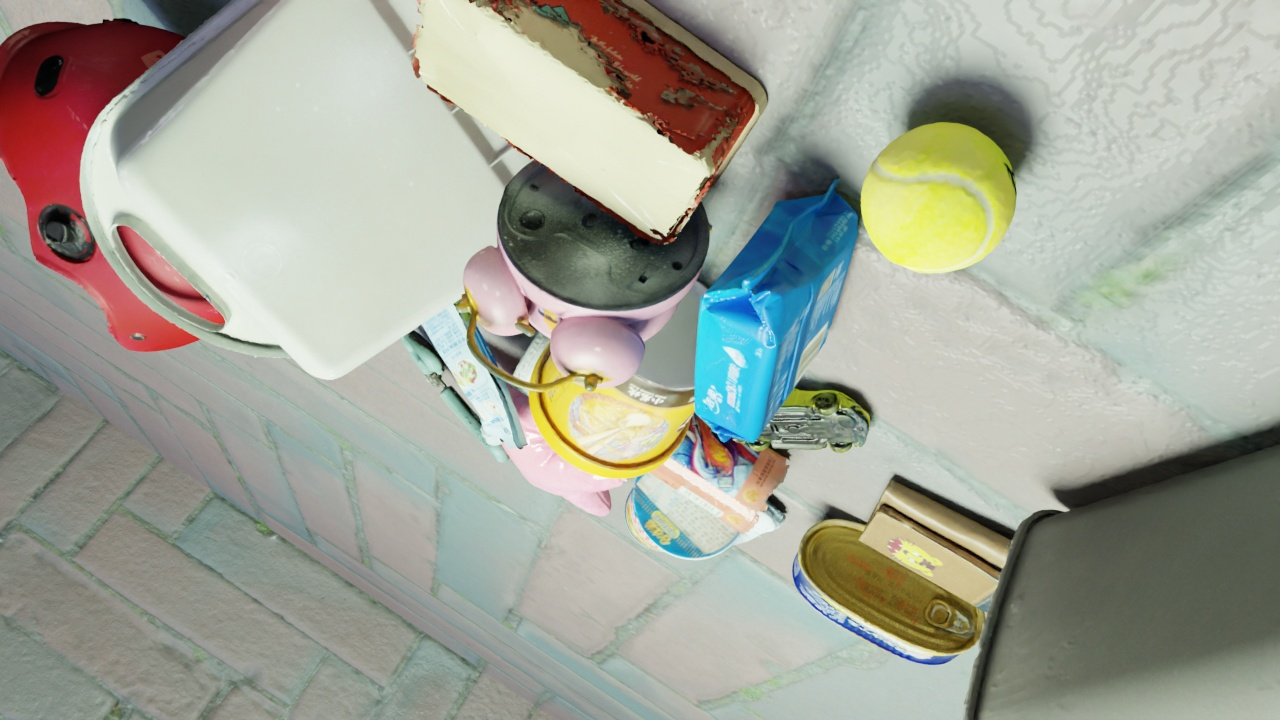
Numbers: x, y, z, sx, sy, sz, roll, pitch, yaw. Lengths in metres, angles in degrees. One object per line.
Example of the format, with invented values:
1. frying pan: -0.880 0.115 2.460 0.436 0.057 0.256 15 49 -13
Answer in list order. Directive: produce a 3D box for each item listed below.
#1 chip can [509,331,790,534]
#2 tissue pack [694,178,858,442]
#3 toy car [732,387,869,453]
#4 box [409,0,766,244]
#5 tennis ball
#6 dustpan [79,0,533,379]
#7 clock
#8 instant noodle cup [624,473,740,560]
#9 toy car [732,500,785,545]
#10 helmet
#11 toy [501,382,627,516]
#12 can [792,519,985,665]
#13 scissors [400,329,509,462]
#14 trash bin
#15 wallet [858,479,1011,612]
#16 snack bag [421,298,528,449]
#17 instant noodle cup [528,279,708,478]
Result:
1. chip can: 0.007 0.049 0.711 0.215 0.071 0.071 33 152 3
2. tissue pack: 0.070 -0.024 0.511 0.052 0.094 0.157 31 152 18
3. toy car: 0.106 0.038 0.633 0.105 0.032 0.048 0 138 30
4. box: -0.032 -0.136 0.463 0.168 0.077 0.091 34 152 -1
5. tennis ball: 0.131 -0.071 0.405 0.065 0.065 0.066 26 151 16
6. dustpan: -0.203 -0.108 0.567 0.223 0.257 0.143 54 168 -32
7. clock: -0.033 -0.048 0.514 0.117 0.158 0.060 30 149 10
8. instant noodle cup: 0.031 0.126 0.790 0.099 0.099 0.110 35 159 -1
9. toy car: 0.089 0.140 0.805 0.043 0.034 0.091 42 150 -7
10. helmet: -0.320 -0.135 0.659 0.144 0.206 0.240 -6 129 19
11. toy: -0.074 0.082 0.838 0.179 0.074 0.195 25 156 39
12. can: 0.191 0.183 0.722 0.148 0.074 0.049 26 153 15
13. scissors: -0.187 0.023 0.878 0.170 0.019 0.179 46 165 18
14. trash bin: 0.313 0.153 0.440 0.199 0.198 0.220 35 146 0
15. wallet: 0.222 0.137 0.667 0.115 0.033 0.090 29 152 16
16. snack bag: -0.146 -0.012 0.735 0.191 0.038 0.110 61 153 -2
17. instant noodle cup: -0.004 0.004 0.616 0.118 0.118 0.115 35 143 -1
